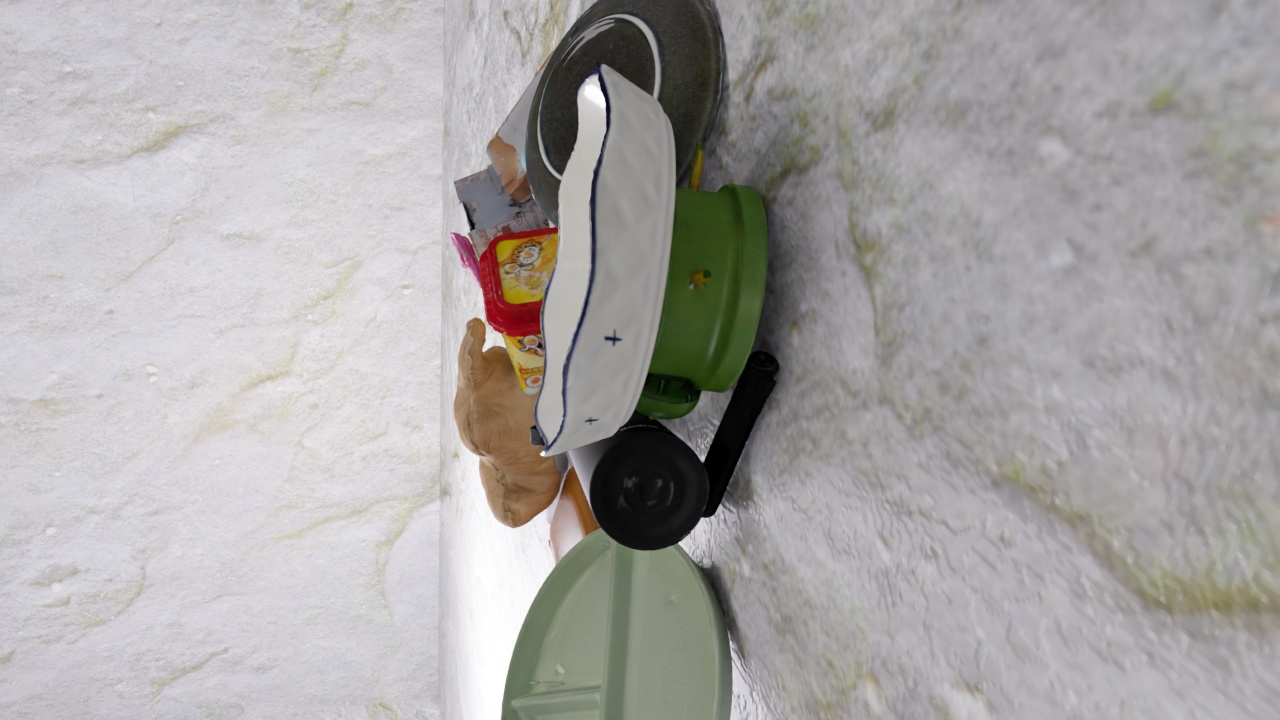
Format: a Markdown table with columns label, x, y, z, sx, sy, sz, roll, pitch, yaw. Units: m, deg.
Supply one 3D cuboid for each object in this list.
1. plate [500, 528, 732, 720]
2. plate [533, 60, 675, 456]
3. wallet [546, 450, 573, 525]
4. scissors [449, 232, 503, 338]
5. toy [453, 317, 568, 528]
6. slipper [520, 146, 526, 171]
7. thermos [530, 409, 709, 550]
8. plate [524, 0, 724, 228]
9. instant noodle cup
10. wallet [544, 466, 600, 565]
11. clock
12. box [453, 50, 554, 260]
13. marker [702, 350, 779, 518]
| label | x | y | z | sx | sy | sz | roll | pitch | yaw |
| --- | --- | --- | --- | --- | --- | --- | --- | --- | --- |
| plate | -0.021 | 0.223 | 0.611 | 0.231 | 0.027 | 0.229 | -30 | 48 | 41 |
| plate | -0.022 | -0.051 | 0.496 | 0.205 | 0.045 | 0.205 | -173 | 91 | -79 |
| wallet | -0.080 | 0.126 | 0.981 | 0.096 | 0.020 | 0.122 | -153 | 64 | -66 |
| scissors | -0.158 | -0.077 | 0.904 | 0.131 | 0.017 | 0.133 | 58 | 172 | 54 |
| toy | -0.135 | 0.050 | 0.886 | 0.143 | 0.082 | 0.226 | -91 | -13 | -61 |
| slipper | -0.044 | -0.174 | 0.695 | 0.104 | 0.074 | 0.245 | -48 | 35 | 29 |
| thermos | -0.025 | 0.065 | 0.625 | 0.242 | 0.090 | 0.068 | -159 | 64 | -79 |
| plate | -0.022 | -0.167 | 0.600 | 0.180 | 0.024 | 0.179 | -11 | 74 | 43 |
| instant noodle cup | -0.079 | -0.040 | 0.822 | 0.124 | 0.116 | 0.116 | 90 | 168 | -49 |
| wallet | -0.060 | 0.186 | 0.879 | 0.130 | 0.035 | 0.119 | -114 | 32 | -51 |
| clock | 0.023 | -0.033 | 0.524 | 0.162 | 0.056 | 0.116 | 111 | 163 | -54 |
| box | -0.115 | -0.170 | 0.916 | 0.179 | 0.132 | 0.272 | -119 | 37 | -58 |
| marker | 0.052 | 0.047 | 0.526 | 0.132 | 0.020 | 0.022 | 107 | 150 | -45 |
